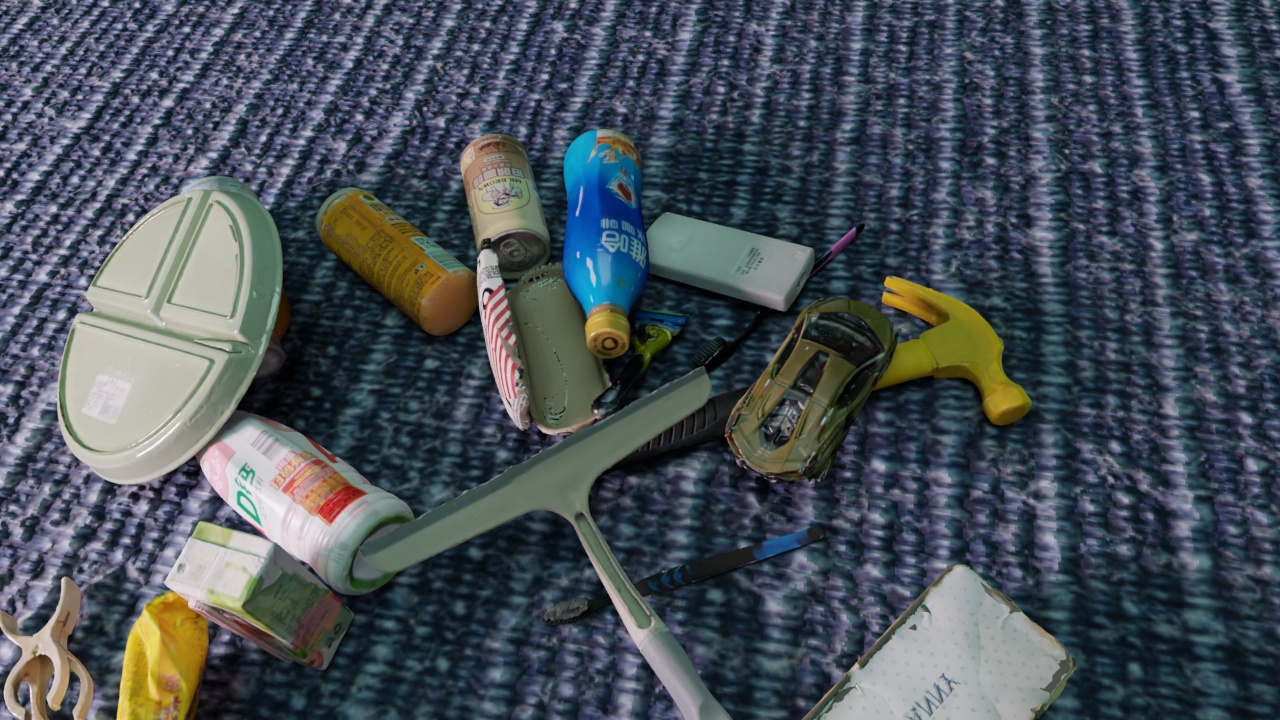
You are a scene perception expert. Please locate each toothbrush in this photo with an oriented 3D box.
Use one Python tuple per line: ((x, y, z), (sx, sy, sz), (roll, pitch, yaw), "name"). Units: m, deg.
((0.029, 0.135, 0.580), (0.189, 0.016, 0.014), (-16, 62, -6), "toothbrush")
((0.108, -0.052, 0.699), (0.188, 0.014, 0.018), (-41, 52, -20), "toothbrush")

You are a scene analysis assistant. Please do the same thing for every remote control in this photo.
((0.062, -0.078, 0.709), (0.135, 0.019, 0.056), (18, 59, 26), "remote control")

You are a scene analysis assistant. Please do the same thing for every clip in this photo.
((-0.375, 0.188, 0.581), (0.072, 0.035, 0.100), (-30, 50, -13), "clip")

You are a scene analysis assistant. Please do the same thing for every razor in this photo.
((-0.004, 0.004, 0.645), (0.043, 0.022, 0.142), (6, 31, 17), "razor")

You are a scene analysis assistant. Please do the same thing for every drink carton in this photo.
((-0.220, 0.142, 0.537), (0.053, 0.123, 0.045), (13, 60, 14), "drink carton")

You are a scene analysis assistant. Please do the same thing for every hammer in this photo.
((0.105, 0.024, 0.636), (0.300, 0.033, 0.128), (-16, 55, -5), "hammer")

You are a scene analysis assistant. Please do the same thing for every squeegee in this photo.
((0.006, 0.157, 0.543), (0.246, 0.039, 0.246), (-27, 71, -24), "squeegee")

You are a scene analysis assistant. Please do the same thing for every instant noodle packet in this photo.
((-0.275, 0.208, 0.519), (0.044, 0.111, 0.128), (11, 46, -30), "instant noodle packet")

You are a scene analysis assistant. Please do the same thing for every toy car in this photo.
((0.113, 0.014, 0.598), (0.070, 0.042, 0.157), (26, 60, 20), "toy car")

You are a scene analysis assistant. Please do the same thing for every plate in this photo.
((-0.347, -0.025, 0.663), (0.231, 0.027, 0.229), (-13, 64, 28), "plate")

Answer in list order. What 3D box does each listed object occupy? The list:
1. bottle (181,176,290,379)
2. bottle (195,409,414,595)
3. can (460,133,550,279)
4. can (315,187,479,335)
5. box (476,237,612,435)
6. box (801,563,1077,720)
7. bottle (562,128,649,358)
((-0.318, -0.066, 0.723), (0.068, 0.068, 0.189), (-24, 57, -10), "bottle")
((-0.241, 0.082, 0.617), (0.197, 0.068, 0.068), (26, 62, 26), "bottle")
((-0.110, -0.127, 0.746), (0.058, 0.059, 0.116), (-14, 56, -4), "can")
((-0.192, -0.080, 0.723), (0.146, 0.058, 0.058), (37, 67, 26), "can")
((-0.070, -0.022, 0.661), (0.086, 0.076, 0.162), (-9, 48, -15), "box")
((0.152, 0.189, 0.490), (0.183, 0.063, 0.090), (-32, 59, -27), "box")
((-0.027, -0.090, 0.691), (0.065, 0.065, 0.218), (-5, 47, 3), "bottle")
